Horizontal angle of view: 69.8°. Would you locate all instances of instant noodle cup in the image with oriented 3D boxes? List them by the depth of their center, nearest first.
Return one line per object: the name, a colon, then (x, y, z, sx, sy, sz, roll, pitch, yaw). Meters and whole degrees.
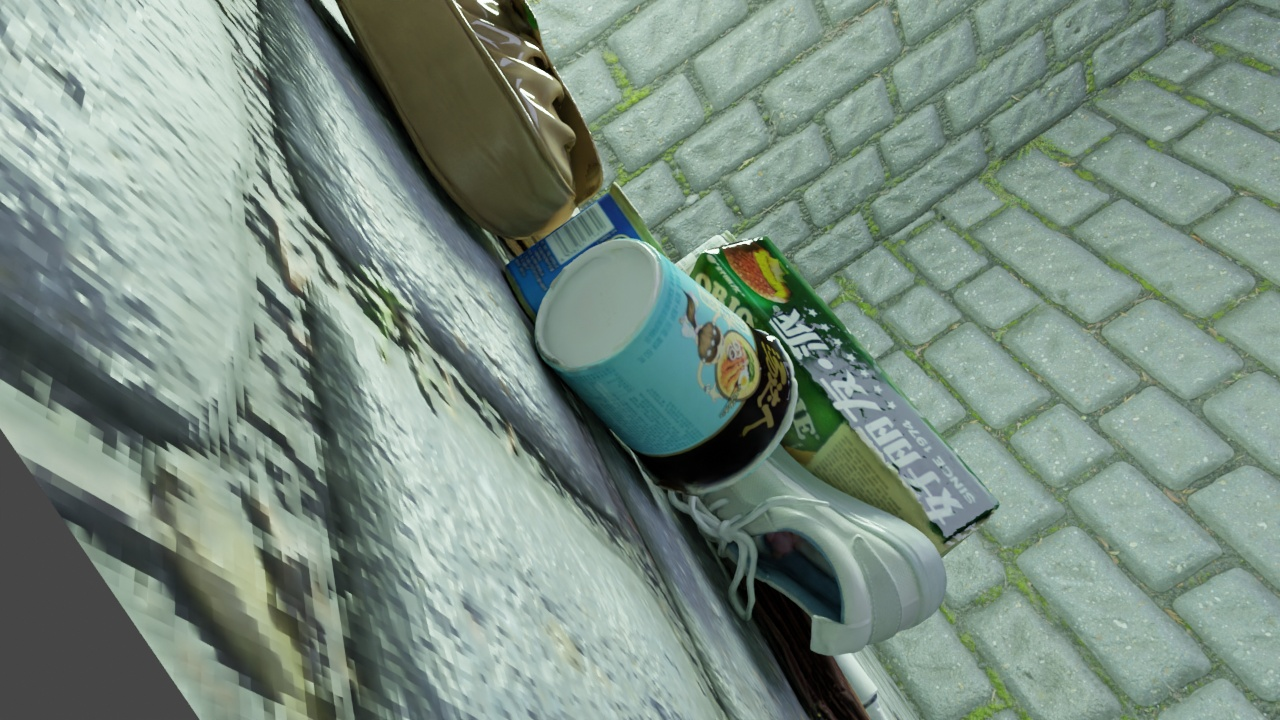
instant noodle cup: (0.009, 0.000, 0.492, 0.120, 0.111, 0.111, 41, 13, -44)

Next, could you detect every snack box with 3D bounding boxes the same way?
snack box: (0.108, 0.041, 0.605, 0.240, 0.063, 0.115, 54, -38, 24)

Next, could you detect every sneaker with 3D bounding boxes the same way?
sneaker: (0.060, 0.092, 0.559, 0.242, 0.090, 0.090, 35, -47, 43)

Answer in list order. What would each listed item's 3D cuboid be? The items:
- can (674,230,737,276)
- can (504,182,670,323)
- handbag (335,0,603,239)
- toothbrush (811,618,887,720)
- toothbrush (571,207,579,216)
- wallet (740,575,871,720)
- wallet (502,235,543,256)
can: (0.030, -0.049, 0.795, 0.058, 0.147, 0.058, 55, 4, -5)
can: (-0.021, -0.043, 0.551, 0.057, 0.083, 0.102, 58, 4, 37)
handbag: (-0.099, -0.169, 0.543, 0.204, 0.100, 0.147, 60, 7, 13)
toothbrush: (0.150, 0.230, 0.689, 0.221, 0.026, 0.026, 52, -41, 18)
toothbrush: (-0.038, -0.084, 0.851, 0.026, 0.027, 0.225, -71, 145, -52)
wallet: (0.110, 0.193, 0.612, 0.101, 0.032, 0.124, 57, 2, -42)
wallet: (-0.090, -0.106, 0.667, 0.090, 0.033, 0.115, 53, 7, -34)
